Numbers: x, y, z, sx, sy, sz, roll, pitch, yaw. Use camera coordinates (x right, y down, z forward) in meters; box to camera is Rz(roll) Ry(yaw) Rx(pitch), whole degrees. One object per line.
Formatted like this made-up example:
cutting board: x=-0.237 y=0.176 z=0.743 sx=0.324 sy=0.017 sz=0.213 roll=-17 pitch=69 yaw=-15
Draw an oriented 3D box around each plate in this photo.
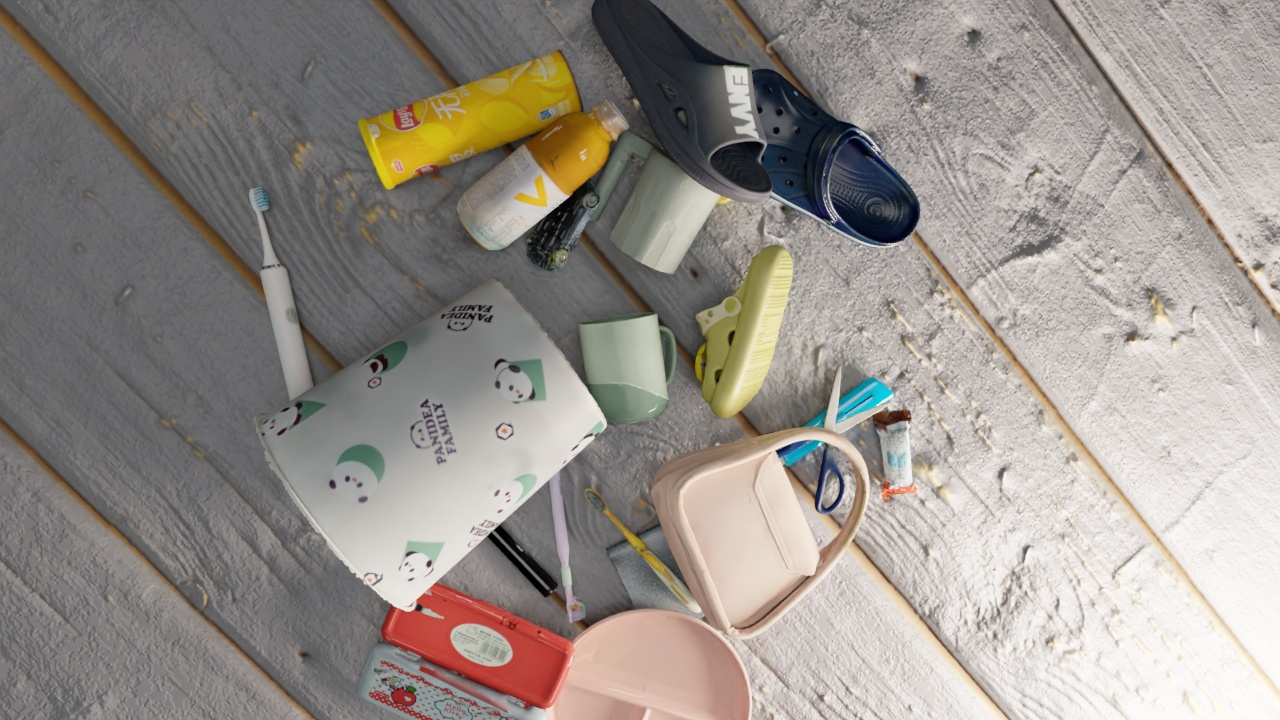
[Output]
plate: x=0.007 y=0.378 z=1.011 sx=0.229 sy=0.028 sz=0.229 roll=0 pitch=99 yaw=-3

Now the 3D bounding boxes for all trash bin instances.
trash bin: x=-0.185 y=0.067 z=0.870 sx=0.251 sy=0.230 sz=0.229 roll=-37 pitch=99 yaw=-8

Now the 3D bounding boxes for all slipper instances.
slipper: x=0.102 y=-0.035 z=0.975 sx=0.082 sy=0.091 sz=0.191 roll=23 pitch=102 yaw=27
slipper: x=0.192 y=-0.202 z=0.959 sx=0.252 sy=0.095 sz=0.105 roll=35 pitch=87 yaw=-13
slipper: x=0.051 y=-0.272 z=0.890 sx=0.110 sy=0.084 sz=0.268 roll=-21 pitch=75 yaw=-47

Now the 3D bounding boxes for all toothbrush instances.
toothbrush: x=-0.083 y=0.190 z=0.993 sx=0.021 sy=0.029 sz=0.189 roll=-5 pitch=97 yaw=30
toothbrush: x=-0.363 y=-0.064 z=0.924 sx=0.026 sy=0.026 sz=0.221 roll=-9 pitch=97 yaw=14
toothbrush: x=0.004 y=0.207 z=0.988 sx=0.016 sy=0.018 sz=0.191 roll=-41 pitch=102 yaw=2

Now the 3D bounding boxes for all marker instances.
marker: x=-0.140 y=0.204 z=0.985 sx=0.022 sy=0.020 sz=0.132 roll=-45 pitch=100 yaw=-13

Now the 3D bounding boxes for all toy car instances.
toy car: x=-0.078 y=-0.143 z=0.949 sx=0.049 sy=0.031 sz=0.105 roll=32 pitch=96 yaw=29

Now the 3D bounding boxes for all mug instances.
mug: x=0.010 y=-0.163 z=0.938 sx=0.124 sy=0.083 sz=0.103 roll=34 pitch=108 yaw=16
mug: x=-0.006 y=0.006 z=0.961 sx=0.111 sy=0.082 sz=0.106 roll=-14 pitch=98 yaw=-39

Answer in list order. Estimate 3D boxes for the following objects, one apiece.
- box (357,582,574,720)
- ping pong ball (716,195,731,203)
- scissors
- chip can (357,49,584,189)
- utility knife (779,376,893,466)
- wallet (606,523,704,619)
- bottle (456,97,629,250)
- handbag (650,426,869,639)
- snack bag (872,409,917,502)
box: x=-0.185 y=0.329 z=0.965 sx=0.201 sy=0.060 sz=0.161 roll=23 pitch=93 yaw=0
ping pong ball: x=0.085 y=-0.186 z=0.969 sx=0.040 sy=0.040 sz=0.040 roll=-1 pitch=95 yaw=-8
scissors: x=0.199 y=0.092 z=1.011 sx=0.176 sy=0.012 sz=0.162 roll=-16 pitch=103 yaw=-6
chip can: x=-0.167 y=-0.240 z=0.913 sx=0.213 sy=0.072 sz=0.072 roll=-22 pitch=98 yaw=-7
utility knife: x=0.197 y=0.081 z=1.024 sx=0.191 sy=0.018 sz=0.034 roll=-35 pitch=100 yaw=-2
wallet: x=0.029 y=0.240 z=1.015 sx=0.097 sy=0.019 sz=0.121 roll=-25 pitch=100 yaw=-3
bottle: x=-0.095 y=-0.187 z=0.911 sx=0.190 sy=0.068 sz=0.068 roll=-36 pitch=100 yaw=11
handbag: x=0.143 y=0.162 z=0.975 sx=0.234 sy=0.093 sz=0.193 roll=-26 pitch=102 yaw=-11
snack bag: x=0.288 y=0.107 z=1.034 sx=0.045 sy=0.026 sz=0.105 roll=-7 pitch=96 yaw=1
